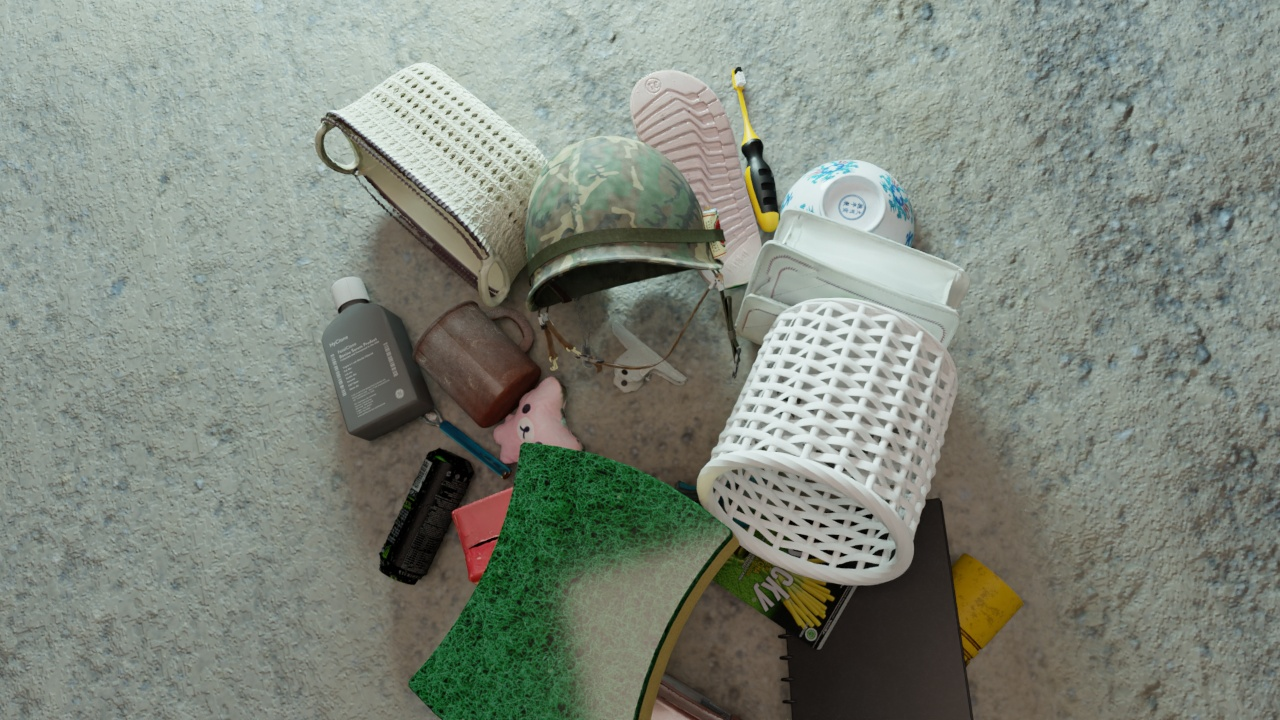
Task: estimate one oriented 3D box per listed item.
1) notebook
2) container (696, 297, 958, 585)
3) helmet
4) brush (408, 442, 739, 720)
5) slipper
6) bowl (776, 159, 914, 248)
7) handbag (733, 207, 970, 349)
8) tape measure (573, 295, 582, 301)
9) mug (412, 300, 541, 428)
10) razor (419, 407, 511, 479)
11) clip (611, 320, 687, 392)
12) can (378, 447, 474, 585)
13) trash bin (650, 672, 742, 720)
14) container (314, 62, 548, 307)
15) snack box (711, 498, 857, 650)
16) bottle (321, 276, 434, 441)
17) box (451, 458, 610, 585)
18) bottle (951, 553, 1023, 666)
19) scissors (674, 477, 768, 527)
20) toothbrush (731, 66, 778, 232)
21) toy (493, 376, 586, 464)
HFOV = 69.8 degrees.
[{"bbox_3d":[0.210,0.253,0.856,0.169,0.019,0.231,-12,64,24],"label":"notebook"},{"bbox_3d":[0.172,0.073,0.826,0.189,0.190,0.186,22,58,10],"label":"container"},{"bbox_3d":[-0.014,-0.089,0.880,0.193,0.224,0.236,-11,76,18],"label":"helmet"},{"bbox_3d":[-0.051,0.210,0.767,0.195,0.075,0.250,21,78,17],"label":"brush"},{"bbox_3d":[0.063,-0.192,0.978,0.094,0.064,0.239,-22,96,0],"label":"slipper"},{"bbox_3d":[0.215,-0.148,0.945,0.144,0.074,0.144,-1,80,6],"label":"bowl"},{"bbox_3d":[0.202,-0.046,0.901,0.198,0.142,0.095,21,42,10],"label":"handbag"},{"bbox_3d":[-0.073,-0.107,0.993,0.065,0.036,0.059,44,97,8],"label":"tape measure"},{"bbox_3d":[-0.159,-0.004,0.965,0.110,0.096,0.122,47,62,6],"label":"mug"},{"bbox_3d":[-0.193,0.082,0.977,0.144,0.022,0.042,34,86,18],"label":"razor"},{"bbox_3d":[-0.005,0.005,0.968,0.101,0.040,0.054,39,74,12],"label":"clip"},{"bbox_3d":[-0.223,0.161,0.954,0.054,0.054,0.137,24,84,10],"label":"can"},{"bbox_3d":[-0.016,0.422,0.835,0.181,0.157,0.259,27,83,10],"label":"trash bin"},{"bbox_3d":[-0.199,-0.185,0.953,0.251,0.185,0.143,41,75,13],"label":"container"},{"bbox_3d":[0.129,0.204,0.892,0.148,0.025,0.080,28,84,34],"label":"snack box"},{"bbox_3d":[-0.292,-0.010,0.988,0.084,0.046,0.173,-26,70,6],"label":"bottle"},{"bbox_3d":[-0.090,0.156,0.902,0.157,0.136,0.117,-19,65,4],"label":"box"},{"bbox_3d":[0.280,0.267,0.869,0.071,0.071,0.164,43,88,11],"label":"bottle"},{"bbox_3d":[0.064,0.141,0.924,0.151,0.019,0.130,-46,57,3],"label":"scissors"},{"bbox_3d":[0.121,-0.230,0.995,0.031,0.031,0.196,-3,73,-25],"label":"toothbrush"},{"bbox_3d":[-0.110,0.076,0.958,0.096,0.052,0.099,-21,79,15],"label":"toy"}]
